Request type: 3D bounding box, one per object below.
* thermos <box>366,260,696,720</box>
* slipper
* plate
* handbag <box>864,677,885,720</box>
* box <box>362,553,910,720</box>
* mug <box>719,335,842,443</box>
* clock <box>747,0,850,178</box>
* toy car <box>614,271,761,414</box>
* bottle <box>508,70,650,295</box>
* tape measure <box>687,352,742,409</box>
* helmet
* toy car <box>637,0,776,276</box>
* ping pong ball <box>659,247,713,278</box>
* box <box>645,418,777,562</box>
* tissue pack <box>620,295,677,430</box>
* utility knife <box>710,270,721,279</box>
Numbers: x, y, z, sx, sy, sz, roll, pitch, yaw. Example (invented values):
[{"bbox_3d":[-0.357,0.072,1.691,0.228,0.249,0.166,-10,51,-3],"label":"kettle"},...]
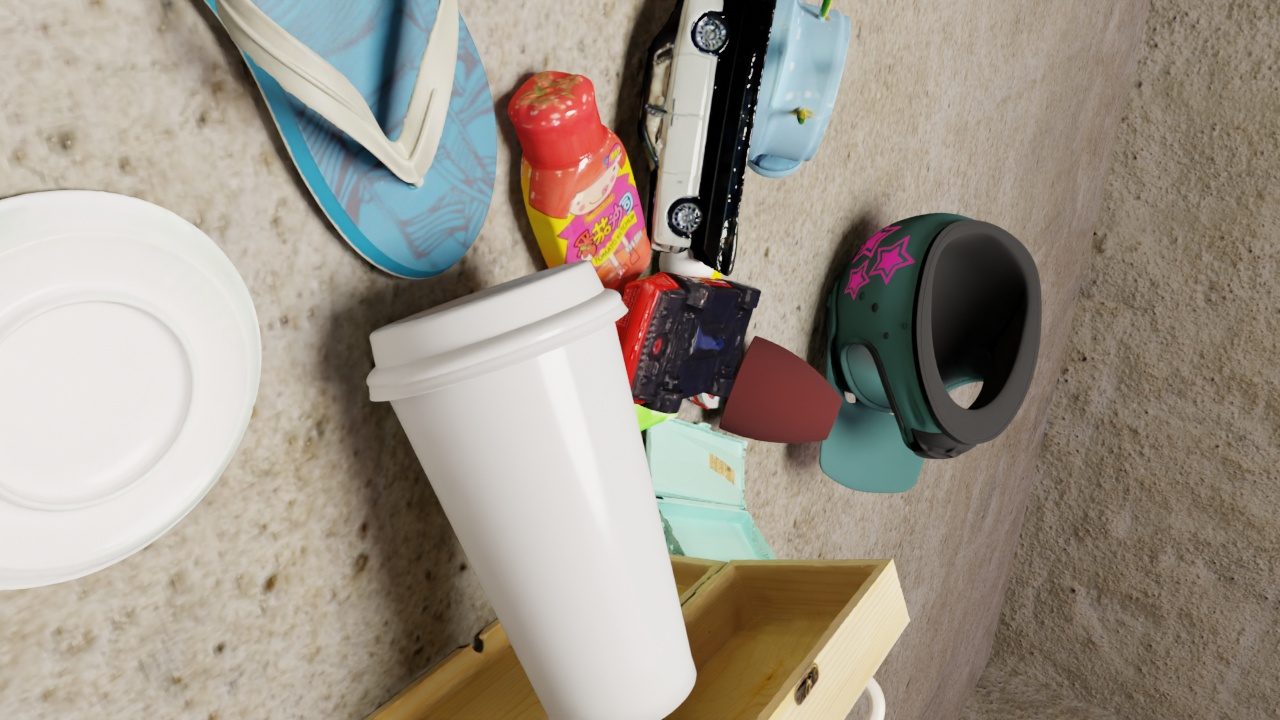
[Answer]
[{"bbox_3d":[-0.043,0.072,0.465,0.131,0.132,0.222,-29,104,-48],"label":"thermos"},{"bbox_3d":[-0.118,-0.145,0.365,0.118,0.060,0.295,-61,148,-22],"label":"slipper"},{"bbox_3d":[-0.211,0.014,0.347,0.156,0.014,0.157,-34,134,-45],"label":"plate"},{"bbox_3d":[0.128,0.297,0.855,0.194,0.198,0.101,-63,148,-14],"label":"handbag"},{"bbox_3d":[-0.005,0.187,0.543,0.246,0.254,0.068,-27,112,-49],"label":"box"},{"bbox_3d":[0.126,0.035,0.801,0.114,0.088,0.087,25,86,-80],"label":"mug"},{"bbox_3d":[0.103,-0.195,0.657,0.162,0.060,0.118,-65,168,-87],"label":"clock"},{"bbox_3d":[0.031,-0.016,0.605,0.189,0.056,0.081,-6,115,-65],"label":"toy car"},{"bbox_3d":[-0.035,-0.099,0.528,0.071,0.048,0.134,-50,143,-28],"label":"bottle"},{"bbox_3d":[0.058,0.006,0.758,0.060,0.020,0.062,-60,148,-18],"label":"tape measure"},{"bbox_3d":[0.274,-0.008,0.922,0.176,0.201,0.274,15,76,-16],"label":"helmet"},{"bbox_3d":[0.034,-0.155,0.578,0.094,0.071,0.192,-105,-157,-78],"label":"toy car"},{"bbox_3d":[0.033,-0.070,0.659,0.040,0.040,0.040,-33,133,-46],"label":"ping pong ball"},{"bbox_3d":[0.057,0.120,0.771,0.186,0.052,0.138,25,42,-58],"label":"box"},{"bbox_3d":[-0.004,0.004,0.650,0.113,0.034,0.100,-17,122,-51],"label":"tissue pack"},{"bbox_3d":[0.038,-0.118,0.663,0.028,0.020,0.173,-48,141,-35],"label":"utility knife"}]
